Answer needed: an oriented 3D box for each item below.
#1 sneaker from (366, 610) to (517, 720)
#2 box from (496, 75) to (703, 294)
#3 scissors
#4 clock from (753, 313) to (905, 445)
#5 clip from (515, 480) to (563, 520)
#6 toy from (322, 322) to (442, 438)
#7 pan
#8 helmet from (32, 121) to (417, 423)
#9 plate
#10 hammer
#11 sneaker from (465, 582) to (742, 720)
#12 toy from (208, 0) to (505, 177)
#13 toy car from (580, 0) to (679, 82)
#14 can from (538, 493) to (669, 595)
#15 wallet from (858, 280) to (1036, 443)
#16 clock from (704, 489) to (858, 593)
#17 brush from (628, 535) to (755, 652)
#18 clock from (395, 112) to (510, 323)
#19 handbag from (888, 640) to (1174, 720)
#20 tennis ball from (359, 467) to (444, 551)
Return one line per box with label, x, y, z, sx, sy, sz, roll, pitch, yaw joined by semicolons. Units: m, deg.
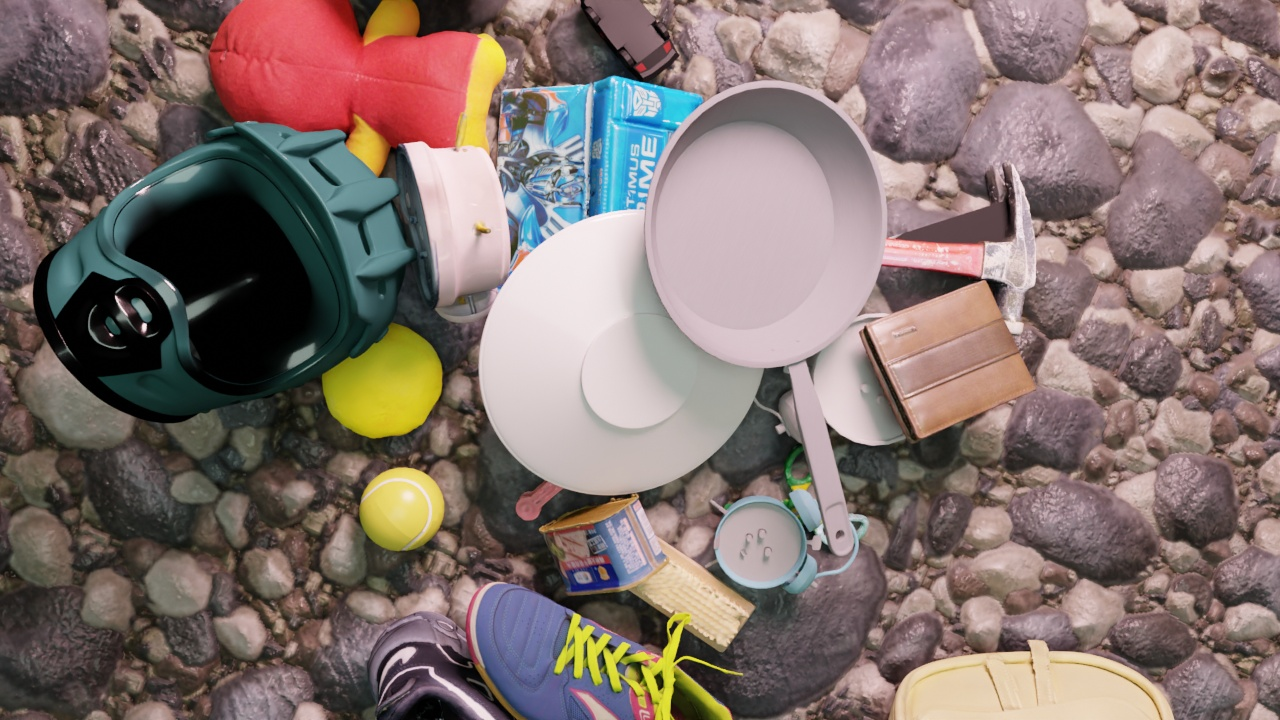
sneaker;-0.108;0.305;0.700;0.252;0.151;0.097;43;88;-6
box;-0.036;-0.096;0.726;0.170;0.070;0.243;3;92;-4
scissors;0.137;0.130;0.780;0.130;0.011;0.125;28;95;-4
clock;0.167;0.013;0.752;0.159;0.061;0.120;5;93;-6
clip;-0.078;0.106;0.759;0.023;0.044;0.060;47;118;-3
toy;-0.206;0.016;0.732;0.095;0.041;0.094;-37;100;-2
pan;0.108;-0.022;0.679;0.200;0.051;0.357;-19;106;-21
helmet;-0.250;-0.067;0.606;0.200;0.275;0.176;-31;103;-4
plate;-0.004;0.004;0.687;0.229;0.030;0.230;-6;111;-16
hammer;0.170;-0.100;0.737;0.326;0.036;0.140;3;93;-14
sneaker;-0.022;0.236;0.704;0.241;0.091;0.116;39;48;-25
toy;-0.215;-0.213;0.694;0.216;0.099;0.147;10;85;-10
toy car;-0.010;-0.265;0.735;0.042;0.036;0.091;-38;85;0
can;-0.030;0.146;0.725;0.053;0.100;0.059;-27;94;-42
wallet;0.241;0.000;0.718;0.121;0.027;0.098;-20;82;-15
clock;0.117;0.149;0.755;0.123;0.042;0.087;4;97;3
brush;0.039;0.195;0.762;0.117;0.039;0.049;36;89;-8
clock;-0.139;-0.092;0.675;0.058;0.158;0.116;-12;70;-19
handbag;0.308;0.309;0.728;0.233;0.190;0.089;5;110;7
tennis ball;-0.188;0.118;0.725;0.065;0.065;0.065;0;93;-5
